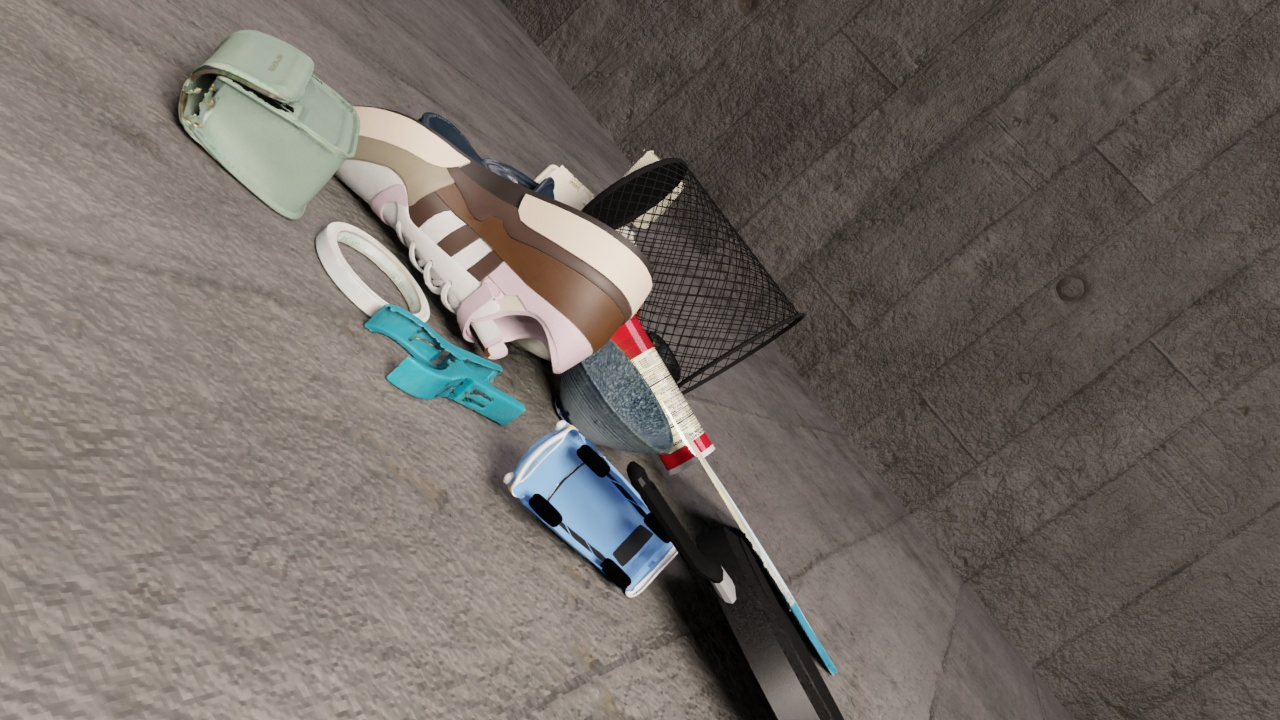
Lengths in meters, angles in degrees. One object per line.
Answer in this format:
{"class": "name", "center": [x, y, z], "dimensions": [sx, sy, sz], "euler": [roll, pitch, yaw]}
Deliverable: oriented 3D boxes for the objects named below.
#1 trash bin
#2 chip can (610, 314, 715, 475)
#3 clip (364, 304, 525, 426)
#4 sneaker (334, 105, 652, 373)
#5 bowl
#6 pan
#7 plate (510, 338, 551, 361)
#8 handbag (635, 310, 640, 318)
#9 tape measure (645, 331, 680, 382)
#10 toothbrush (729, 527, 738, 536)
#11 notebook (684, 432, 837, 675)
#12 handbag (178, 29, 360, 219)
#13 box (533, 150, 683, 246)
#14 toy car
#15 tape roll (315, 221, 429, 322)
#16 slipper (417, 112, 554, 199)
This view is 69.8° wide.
{"class": "trash bin", "center": [0.040, -0.087, 0.976], "dimensions": [0.210, 0.184, 0.184], "euler": [59, 13, 7]}
{"class": "chip can", "center": [-0.005, 0.005, 0.883], "dimensions": [0.214, 0.052, 0.051], "euler": [59, 13, 2]}
{"class": "clip", "center": [-0.141, -0.007, 0.631], "dimensions": [0.120, 0.030, 0.130], "euler": [49, 11, 19]}
{"class": "sneaker", "center": [-0.142, -0.085, 0.703], "dimensions": [0.294, 0.116, 0.112], "euler": [30, -16, 10]}
{"class": "bowl", "center": [-0.035, 0.037, 0.786], "dimensions": [0.137, 0.057, 0.137], "euler": [49, 14, -17]}
{"class": "pan", "center": [0.079, 0.180, 0.635], "dimensions": [0.356, 0.034, 0.225], "euler": [59, 3, -36]}
{"class": "plate", "center": [-0.120, -0.062, 0.842], "dimensions": [0.182, 0.034, 0.182], "euler": [47, 12, -14]}
{"class": "handbag", "center": [-0.063, -0.134, 1.221], "dimensions": [0.109, 0.060, 0.171], "euler": [40, 15, -54]}
{"class": "tape measure", "center": [0.015, 0.000, 1.080], "dimensions": [0.072, 0.042, 0.071], "euler": [63, -18, -9]}
{"class": "toothbrush", "center": [0.076, 0.175, 0.871], "dimensions": [0.014, 0.014, 0.167], "euler": [18, 1, 15]}
{"class": "notebook", "center": [0.116, 0.187, 0.855], "dimensions": [0.181, 0.009, 0.253], "euler": [59, 0, 35]}
{"class": "handbag", "center": [-0.249, -0.167, 0.624], "dimensions": [0.106, 0.067, 0.121], "euler": [41, 15, -30]}
{"class": "box", "center": [-0.054, -0.180, 1.065], "dimensions": [0.143, 0.184, 0.044], "euler": [41, 0, -15]}
{"class": "toy car", "center": [-0.030, 0.098, 0.605], "dimensions": [0.055, 0.056, 0.153], "euler": [35, -12, 51]}
{"class": "tape roll", "center": [-0.186, -0.058, 0.644], "dimensions": [0.093, 0.013, 0.093], "euler": [46, 13, -14]}
{"class": "slipper", "center": [-0.128, -0.165, 0.971], "dimensions": [0.265, 0.084, 0.108], "euler": [53, 20, -10]}
